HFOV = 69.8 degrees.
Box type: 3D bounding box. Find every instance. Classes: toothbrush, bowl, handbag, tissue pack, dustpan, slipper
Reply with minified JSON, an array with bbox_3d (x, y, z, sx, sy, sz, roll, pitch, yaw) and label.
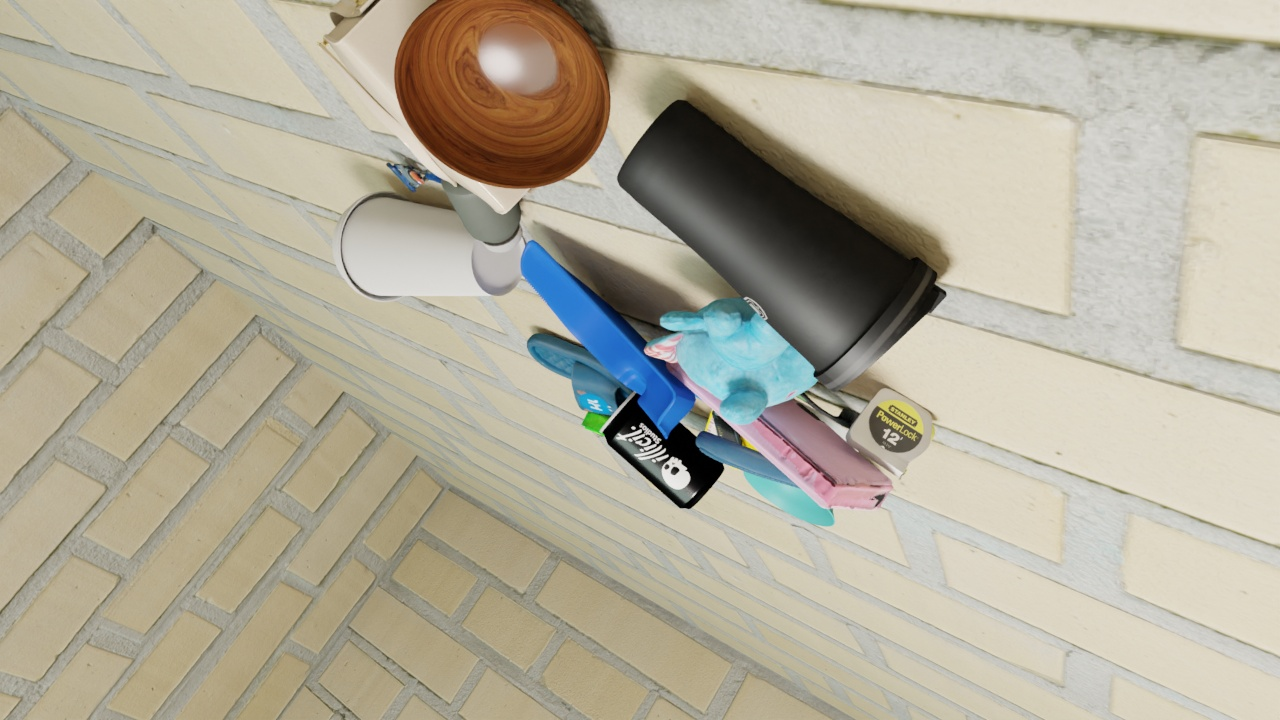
[{"bbox_3d":[0.145,0.025,0.926,0.188,0.017,0.014,29,157,27],"label":"toothbrush"},{"bbox_3d":[-0.091,-0.201,0.645,0.147,0.068,0.147,4,136,3],"label":"bowl"},{"bbox_3d":[-0.178,-0.219,0.763,0.194,0.101,0.198,46,170,-32],"label":"handbag"},{"bbox_3d":[-0.010,0.096,1.269,0.113,0.034,0.100,14,180,-45],"label":"tissue pack"},{"bbox_3d":[-0.006,0.006,0.996,0.245,0.059,0.257,47,-173,29],"label":"dustpan"},{"bbox_3d":[-0.071,0.027,1.222,0.214,0.059,0.104,28,158,23],"label":"slipper"},{"bbox_3d":[0.186,0.144,1.088,0.121,0.046,0.121,31,161,11],"label":"bowl"},{"bbox_3d":[0.160,0.103,0.965,0.213,0.059,0.104,17,180,-21],"label":"slipper"}]

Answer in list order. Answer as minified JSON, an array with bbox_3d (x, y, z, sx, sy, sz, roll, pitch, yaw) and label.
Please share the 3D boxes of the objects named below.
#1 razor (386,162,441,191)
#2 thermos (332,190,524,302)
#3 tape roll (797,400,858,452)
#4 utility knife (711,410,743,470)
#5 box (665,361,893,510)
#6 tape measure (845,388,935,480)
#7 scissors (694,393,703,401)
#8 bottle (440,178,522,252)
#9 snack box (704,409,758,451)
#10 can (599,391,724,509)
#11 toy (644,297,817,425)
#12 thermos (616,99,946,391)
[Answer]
[{"bbox_3d":[-0.215,-0.194,0.983,0.141,0.018,0.044,15,157,37],"label":"razor"},{"bbox_3d":[-0.239,-0.125,1.049,0.222,0.131,0.131,10,151,36],"label":"thermos"},{"bbox_3d":[0.177,0.066,0.918,0.094,0.019,0.094,32,177,1],"label":"tape roll"},{"bbox_3d":[0.099,0.082,1.027,0.029,0.020,0.198,19,160,19],"label":"utility knife"},{"bbox_3d":[0.122,0.055,0.840,0.098,0.041,0.233,13,-158,-43],"label":"box"},{"bbox_3d":[0.220,0.063,0.801,0.064,0.065,0.017,34,162,9],"label":"tape measure"},{"bbox_3d":[0.047,0.027,1.095,0.126,0.016,0.125,3,147,51],"label":"scissors"},{"bbox_3d":[-0.152,-0.155,0.904,0.060,0.060,0.108,26,160,23],"label":"bottle"},{"bbox_3d":[0.115,0.086,1.088,0.075,0.025,0.152,25,161,7],"label":"snack box"},{"bbox_3d":[0.027,0.109,1.128,0.146,0.080,0.080,41,162,3],"label":"can"},{"bbox_3d":[0.089,-0.004,0.753,0.183,0.114,0.180,5,174,6],"label":"toy"},{"bbox_3d":[0.090,-0.081,0.625,0.218,0.105,0.106,40,162,1],"label":"thermos"}]
